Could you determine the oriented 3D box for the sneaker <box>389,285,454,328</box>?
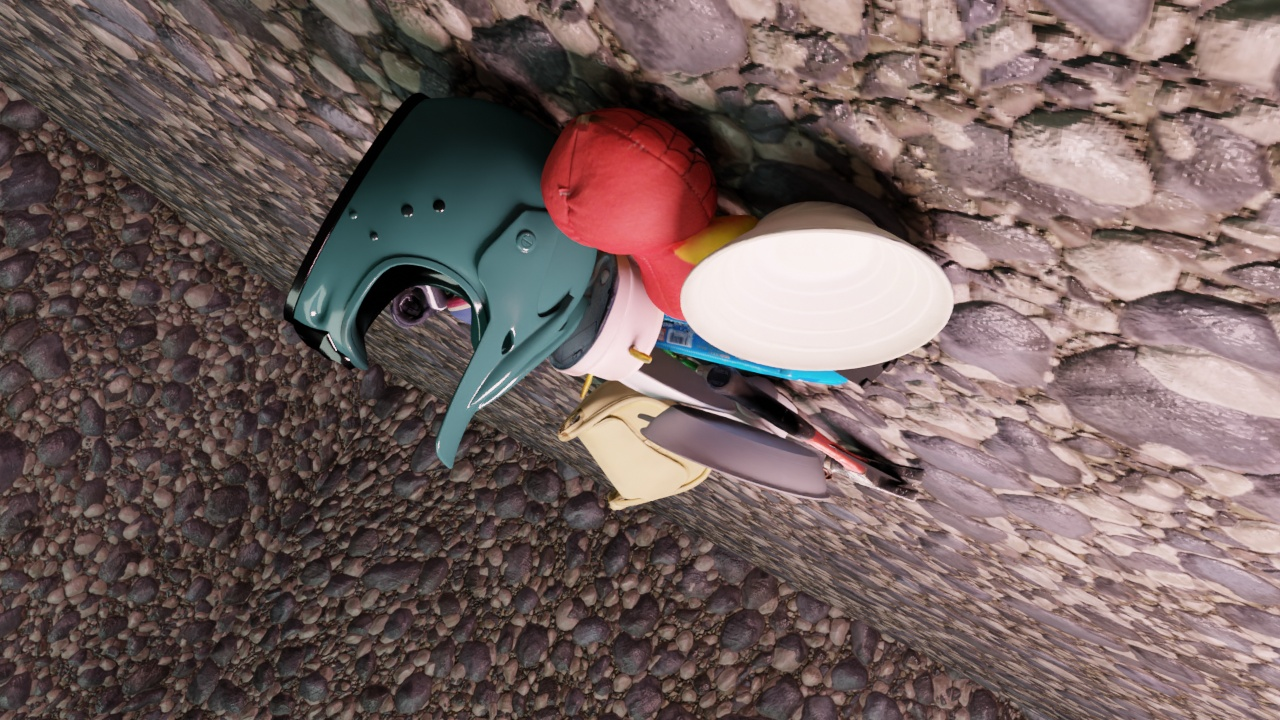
[{"bbox_3d":[-0.251,-0.098,1.137,0.097,0.150,0.253,28,167,10],"label":"sneaker"}]

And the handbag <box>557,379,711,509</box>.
[{"bbox_3d":[0.001,0.125,1.383,0.088,0.190,0.233,42,168,53],"label":"handbag"}]

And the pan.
[{"bbox_3d":[0.071,0.081,1.001,0.200,0.051,0.357,17,-176,-22],"label":"pan"}]

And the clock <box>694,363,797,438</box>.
[{"bbox_3d":[0.120,0.055,1.083,0.120,0.061,0.159,17,162,47],"label":"clock"}]

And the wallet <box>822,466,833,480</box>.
[{"bbox_3d":[0.154,0.127,1.105,0.121,0.026,0.099,23,158,-20],"label":"wallet"}]

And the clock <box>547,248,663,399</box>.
[{"bbox_3d":[-0.028,-0.055,0.808,0.058,0.157,0.117,20,149,-28],"label":"clock"}]

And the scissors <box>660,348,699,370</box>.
[{"bbox_3d":[0.044,0.002,1.165,0.125,0.011,0.130,30,166,26],"label":"scissors"}]

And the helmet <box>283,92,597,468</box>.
[{"bbox_3d":[-0.143,-0.068,0.743,0.200,0.274,0.176,31,175,-7],"label":"helmet"}]

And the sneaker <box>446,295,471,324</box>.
[{"bbox_3d":[-0.155,-0.043,1.133,0.116,0.091,0.241,-15,175,15],"label":"sneaker"}]

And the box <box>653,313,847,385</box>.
[{"bbox_3d":[0.060,-0.034,0.877,0.244,0.070,0.170,15,159,48],"label":"box"}]

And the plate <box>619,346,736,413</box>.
[{"bbox_3d":[-0.006,0.006,0.960,0.229,0.030,0.229,30,-172,-5],"label":"plate"}]

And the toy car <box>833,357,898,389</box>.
[{"bbox_3d":[0.188,-0.008,0.766,0.042,0.036,0.092,32,157,1],"label":"toy car"}]

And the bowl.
[{"bbox_3d":[0.117,-0.058,0.617,0.177,0.057,0.177,6,153,3],"label":"bowl"}]

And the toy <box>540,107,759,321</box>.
[{"bbox_3d":[0.015,-0.102,0.678,0.148,0.098,0.216,9,161,40],"label":"toy"}]

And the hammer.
[{"bbox_3d":[0.186,0.080,0.995,0.141,0.036,0.326,16,169,47],"label":"hammer"}]
